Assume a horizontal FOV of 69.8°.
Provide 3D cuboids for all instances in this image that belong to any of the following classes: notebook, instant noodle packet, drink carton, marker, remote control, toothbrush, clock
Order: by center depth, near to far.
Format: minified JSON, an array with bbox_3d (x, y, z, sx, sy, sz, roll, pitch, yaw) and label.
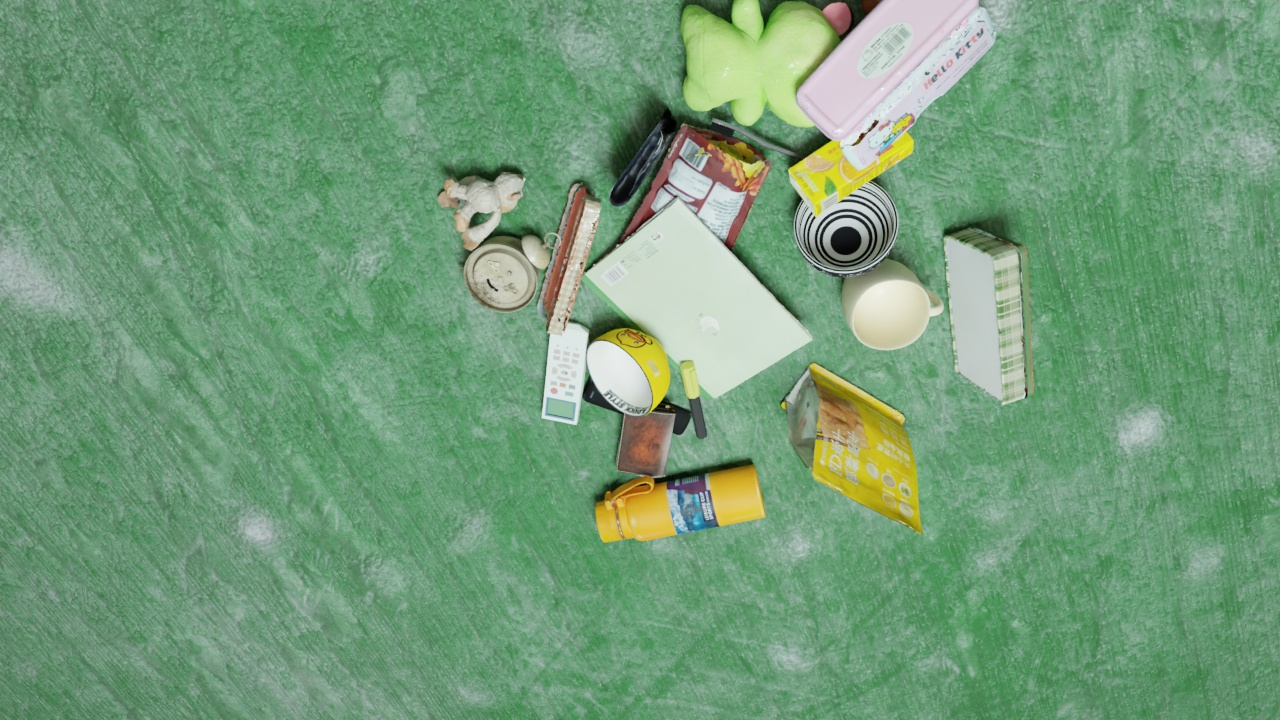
[{"bbox_3d":[0.244,-0.232,1.065,0.134,0.043,0.058,-33,73,5],"label":"drink carton"},{"bbox_3d":[0.158,-0.252,1.083,0.167,0.013,0.013,15,99,-18],"label":"toothbrush"},{"bbox_3d":[-0.155,-0.121,1.148,0.141,0.054,0.093,-30,112,23],"label":"clock"},{"bbox_3d":[0.069,-0.067,1.166,0.252,0.010,0.182,43,126,-18],"label":"notebook"},{"bbox_3d":[0.271,0.120,1.166,0.163,0.221,0.084,31,116,-12],"label":"instant noodle packet"},{"bbox_3d":[-0.099,0.014,1.228,0.049,0.024,0.143,11,116,5],"label":"remote control"},{"bbox_3d":[0.074,0.056,1.240,0.017,0.021,0.124,-27,126,-18],"label":"marker"},{"bbox_3d":[-0.005,0.064,1.255,0.152,0.020,0.041,20,116,-11],"label":"remote control"}]

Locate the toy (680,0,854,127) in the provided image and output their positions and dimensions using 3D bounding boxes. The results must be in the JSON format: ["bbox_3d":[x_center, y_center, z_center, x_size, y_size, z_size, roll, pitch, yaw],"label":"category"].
[{"bbox_3d":[0.142,-0.328,1.015,0.197,0.107,0.150,2,115,10],"label":"toy"}]

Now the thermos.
[{"bbox_3d":[0.053,0.198,1.293,0.233,0.076,0.091,-12,89,8],"label":"thermos"}]

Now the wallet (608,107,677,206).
[{"bbox_3d":[0.005,-0.235,1.068,0.026,0.089,0.115,34,113,-8],"label":"wallet"}]

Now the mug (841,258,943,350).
[{"bbox_3d":[0.309,-0.077,1.134,0.120,0.099,0.096,0,118,-1],"label":"mug"}]

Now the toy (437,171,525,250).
[{"bbox_3d":[-0.188,-0.199,1.111,0.106,0.074,0.085,-29,70,-6],"label":"toy"}]

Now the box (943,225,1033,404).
[{"bbox_3d":[0.431,-0.056,1.131,0.051,0.117,0.206,-19,114,-8],"label":"box"}]

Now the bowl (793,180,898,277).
[{"bbox_3d":[0.247,-0.153,1.106,0.120,0.066,0.120,-3,78,13],"label":"bowl"}]

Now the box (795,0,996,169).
[{"bbox_3d":[0.274,-0.304,0.961,0.146,0.077,0.202,38,107,-24],"label":"box"}]

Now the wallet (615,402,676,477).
[{"bbox_3d":[0.007,0.109,1.263,0.072,0.019,0.123,7,128,-2],"label":"wallet"}]

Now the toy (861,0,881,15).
[{"bbox_3d":[0.273,-0.397,0.995,0.095,0.065,0.128,-37,110,0],"label":"toy"}]

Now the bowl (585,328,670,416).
[{"bbox_3d":[-0.007,0.007,1.190,0.117,0.067,0.117,31,141,29],"label":"bowl"}]

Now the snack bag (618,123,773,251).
[{"bbox_3d":[0.061,-0.173,1.114,0.139,0.066,0.208,21,120,-9],"label":"snack bag"}]

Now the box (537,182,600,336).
[{"bbox_3d":[-0.088,-0.124,1.136,0.041,0.082,0.187,12,115,-17],"label":"box"}]
